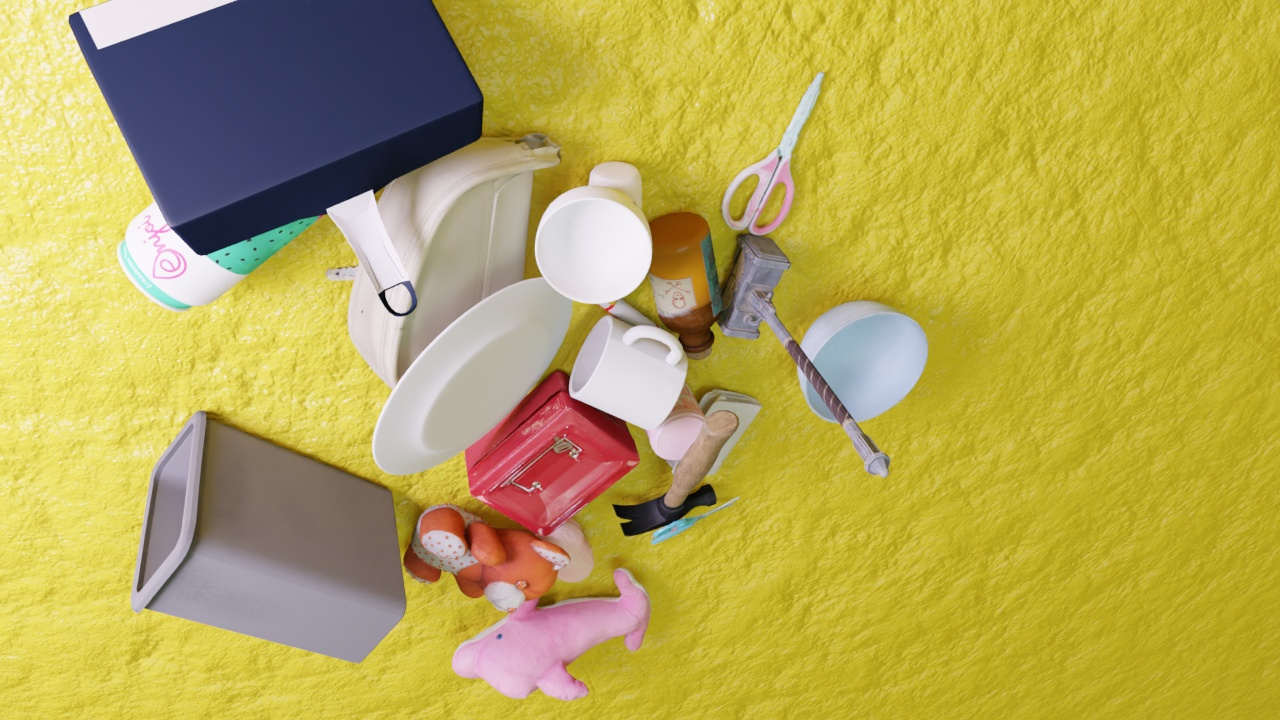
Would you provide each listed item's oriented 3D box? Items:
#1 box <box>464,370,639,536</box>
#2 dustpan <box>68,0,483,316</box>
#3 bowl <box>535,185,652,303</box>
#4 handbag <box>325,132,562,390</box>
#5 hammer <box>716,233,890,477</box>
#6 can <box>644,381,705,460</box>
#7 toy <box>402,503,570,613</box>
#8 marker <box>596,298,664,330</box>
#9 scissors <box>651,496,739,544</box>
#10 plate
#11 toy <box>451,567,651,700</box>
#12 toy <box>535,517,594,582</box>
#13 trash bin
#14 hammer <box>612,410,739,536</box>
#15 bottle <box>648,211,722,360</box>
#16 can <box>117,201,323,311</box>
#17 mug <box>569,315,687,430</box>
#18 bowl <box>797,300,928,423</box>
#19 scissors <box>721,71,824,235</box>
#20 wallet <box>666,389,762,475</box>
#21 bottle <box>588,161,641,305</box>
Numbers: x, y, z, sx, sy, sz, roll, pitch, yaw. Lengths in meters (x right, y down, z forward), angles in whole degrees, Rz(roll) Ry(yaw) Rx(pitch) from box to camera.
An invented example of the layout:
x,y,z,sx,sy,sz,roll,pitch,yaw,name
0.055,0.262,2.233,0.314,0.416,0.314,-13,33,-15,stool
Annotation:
x,y,z,sx,sy,sz,roll,pitch,yaw,name
-0.097,0.106,0.997,0.158,0.086,0.129,-41,129,13,box
-0.238,-0.162,0.686,0.236,0.273,0.080,-27,174,-14,dustpan
-0.041,-0.108,0.822,0.105,0.054,0.105,-1,124,-1,bowl
-0.176,-0.097,0.837,0.183,0.132,0.230,-19,137,-38,handbag
0.150,-0.001,0.853,0.044,0.321,0.099,6,122,-24,hammer
0.035,0.064,1.018,0.067,0.076,0.067,-10,127,-13,can
-0.175,0.227,1.031,0.172,0.092,0.164,20,144,-12,toy
-0.018,-0.051,0.952,0.019,0.019,0.145,-45,127,15,marker
0.059,0.206,1.149,0.135,0.015,0.126,-9,157,-34,scissors
-0.148,0.022,0.868,0.242,0.016,0.243,-43,163,-17,plate
-0.102,0.367,1.164,0.265,0.128,0.187,-16,125,-15,toy
-0.112,0.232,1.110,0.105,0.053,0.108,-13,129,3,toy
-0.353,0.174,0.892,0.219,0.191,0.098,31,110,-36,trash bin
0.049,0.125,1.003,0.132,0.040,0.306,-17,159,-17,hammer
0.047,-0.068,0.932,0.068,0.067,0.157,-19,129,-6,bottle
-0.334,-0.117,0.748,0.166,0.088,0.088,-35,128,8,can
-0.006,0.005,0.932,0.090,0.090,0.122,25,139,-18,mug
0.239,-0.010,1.037,0.150,0.074,0.151,-10,128,-13,bowl
0.137,-0.202,0.900,0.076,0.017,0.174,12,121,-25,scissors
0.084,0.086,1.085,0.086,0.032,0.116,13,118,-39,wallet
-0.026,-0.116,0.882,0.051,0.051,0.146,-8,127,-14,bottle
